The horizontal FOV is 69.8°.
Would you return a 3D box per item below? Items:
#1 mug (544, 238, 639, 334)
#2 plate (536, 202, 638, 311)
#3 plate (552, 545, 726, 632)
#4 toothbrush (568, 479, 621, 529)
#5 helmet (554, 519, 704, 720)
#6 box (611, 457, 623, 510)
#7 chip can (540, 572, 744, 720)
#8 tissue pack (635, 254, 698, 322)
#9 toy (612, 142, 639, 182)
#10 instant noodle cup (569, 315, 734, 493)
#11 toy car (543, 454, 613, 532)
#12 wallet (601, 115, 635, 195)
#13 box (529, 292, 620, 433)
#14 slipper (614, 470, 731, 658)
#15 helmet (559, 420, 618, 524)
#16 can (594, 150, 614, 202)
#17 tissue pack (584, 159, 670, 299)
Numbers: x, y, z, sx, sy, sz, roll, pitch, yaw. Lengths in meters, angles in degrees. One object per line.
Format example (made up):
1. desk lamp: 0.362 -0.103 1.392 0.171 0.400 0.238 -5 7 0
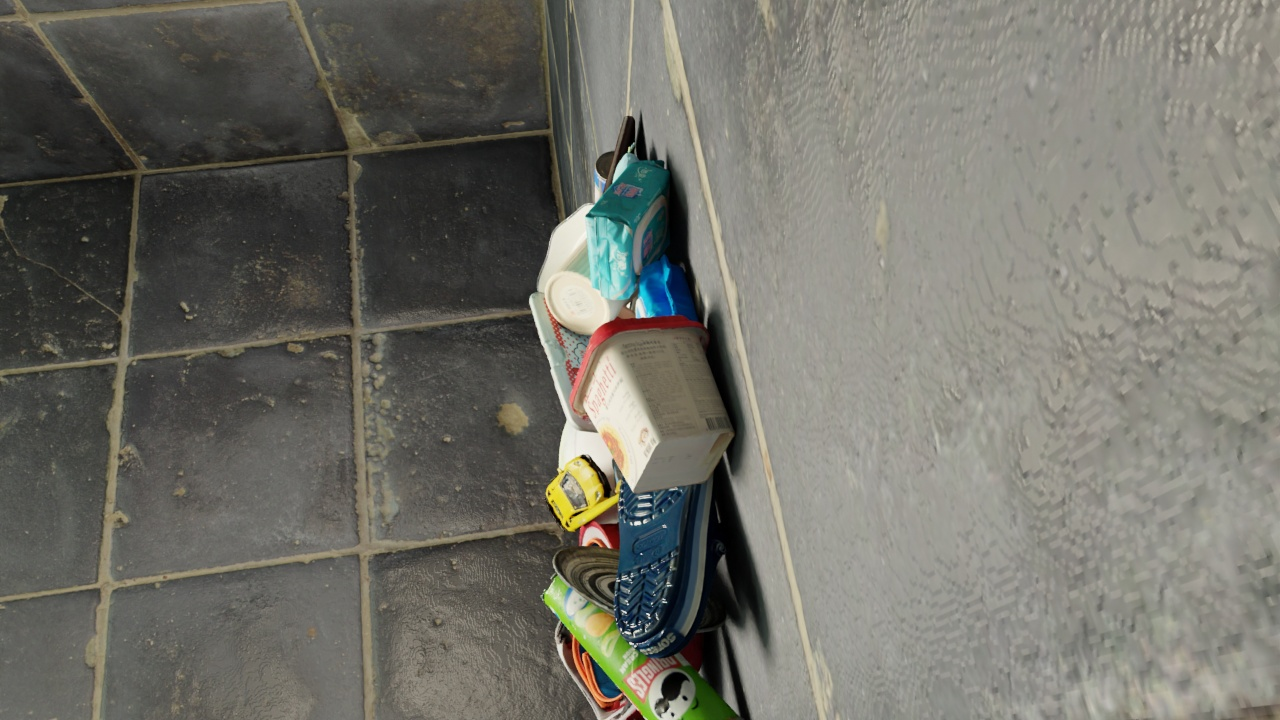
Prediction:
1. mug: -0.031 -0.079 0.985 0.105 0.114 0.082 -53 -4 -45
2. plate: -0.061 -0.102 1.213 0.205 0.045 0.204 -6 82 48
3. plate: -0.003 0.229 0.899 0.179 0.179 0.024 -127 54 -78
4. toothbrush: -0.045 0.158 1.002 0.191 0.016 0.015 -43 28 59
5. helmet: 0.000 0.299 1.083 0.207 0.143 0.240 34 122 59
6. box: 0.019 0.158 1.009 0.184 0.089 0.062 -126 31 -73
7. chip can: -0.002 0.297 0.917 0.236 0.072 0.072 41 150 31
8. tissue pack: 0.025 -0.018 0.908 0.157 0.052 0.094 89 172 -46
9. toy: -0.006 -0.168 1.051 0.161 0.050 0.156 -82 -15 -80
10. instant noodle cup: 0.014 0.039 0.792 0.124 0.116 0.117 64 147 35
11. toy car: -0.078 0.160 1.106 0.071 0.041 0.156 58 150 11
12. wallet: -0.026 -0.221 1.113 0.096 0.020 0.122 94 -169 -82
13. box: -0.035 0.009 0.993 0.059 0.161 0.201 -45 46 24
14. slipper: 0.039 0.159 0.837 0.095 0.105 0.252 42 -149 -24
15. helmet: -0.038 0.138 1.239 0.229 0.146 0.258 95 167 -63
16. can: -0.035 -0.218 1.235 0.135 0.053 0.053 94 168 -61
17. tissue pack: -0.007 -0.132 0.917 0.133 0.050 0.093 -58 -25 -44
